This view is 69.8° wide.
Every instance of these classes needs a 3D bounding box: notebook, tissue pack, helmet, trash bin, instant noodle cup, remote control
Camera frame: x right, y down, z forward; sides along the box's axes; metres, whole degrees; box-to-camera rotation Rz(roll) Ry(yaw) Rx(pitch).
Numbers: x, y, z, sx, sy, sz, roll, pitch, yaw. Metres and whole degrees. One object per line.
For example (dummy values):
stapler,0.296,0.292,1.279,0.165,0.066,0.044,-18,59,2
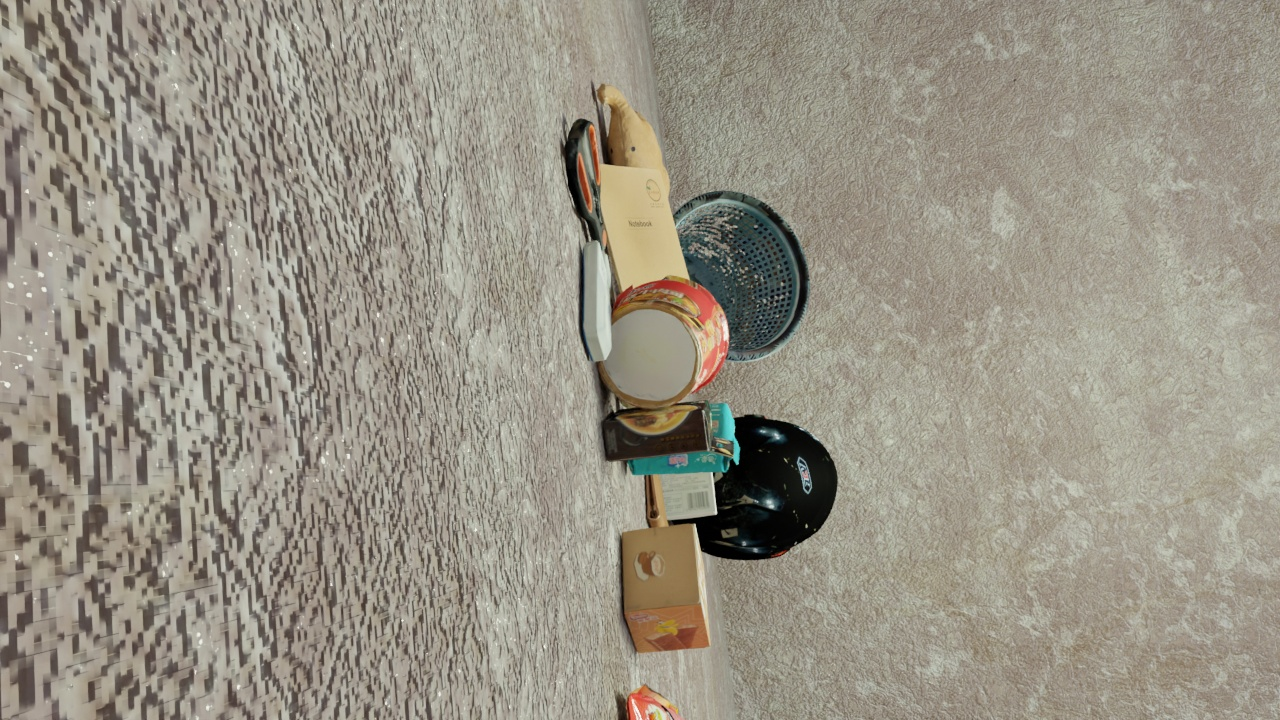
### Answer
notebook,0.007,-0.130,1.087,0.147,0.008,0.207,-12,86,-55
tissue pack,0.048,0.091,1.064,0.093,0.133,0.050,-79,165,-61
helmet,0.168,0.205,1.478,0.229,0.275,0.233,10,66,-56
trash bin,0.086,-0.095,1.266,0.195,0.226,0.226,159,-74,-65
instant noodle cup,0.019,-0.013,0.963,0.108,0.138,0.138,-49,131,-72
remote control,-0.043,-0.058,0.901,0.049,0.024,0.124,77,8,-50

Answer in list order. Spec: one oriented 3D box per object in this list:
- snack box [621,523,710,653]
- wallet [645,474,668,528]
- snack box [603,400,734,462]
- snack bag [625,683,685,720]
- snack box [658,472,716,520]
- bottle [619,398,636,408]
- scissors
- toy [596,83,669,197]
snack box,0.026,0.233,0.936,0.094,0.077,0.092,77,8,-47
wallet,0.022,0.193,1.254,0.101,0.020,0.115,75,6,-48
snack box,0.032,0.074,0.952,0.113,0.126,0.053,-31,113,-83
snack bag,0.026,0.375,0.858,0.208,0.073,0.128,58,20,-64
snack box,0.065,0.159,1.383,0.027,0.085,0.156,60,23,-71
bottle,0.000,0.005,1.080,0.067,0.067,0.149,75,16,-52
scissors,-0.052,-0.133,0.960,0.160,0.022,0.234,-59,146,-71
toy,-0.011,-0.284,1.287,0.226,0.082,0.143,67,12,-60
